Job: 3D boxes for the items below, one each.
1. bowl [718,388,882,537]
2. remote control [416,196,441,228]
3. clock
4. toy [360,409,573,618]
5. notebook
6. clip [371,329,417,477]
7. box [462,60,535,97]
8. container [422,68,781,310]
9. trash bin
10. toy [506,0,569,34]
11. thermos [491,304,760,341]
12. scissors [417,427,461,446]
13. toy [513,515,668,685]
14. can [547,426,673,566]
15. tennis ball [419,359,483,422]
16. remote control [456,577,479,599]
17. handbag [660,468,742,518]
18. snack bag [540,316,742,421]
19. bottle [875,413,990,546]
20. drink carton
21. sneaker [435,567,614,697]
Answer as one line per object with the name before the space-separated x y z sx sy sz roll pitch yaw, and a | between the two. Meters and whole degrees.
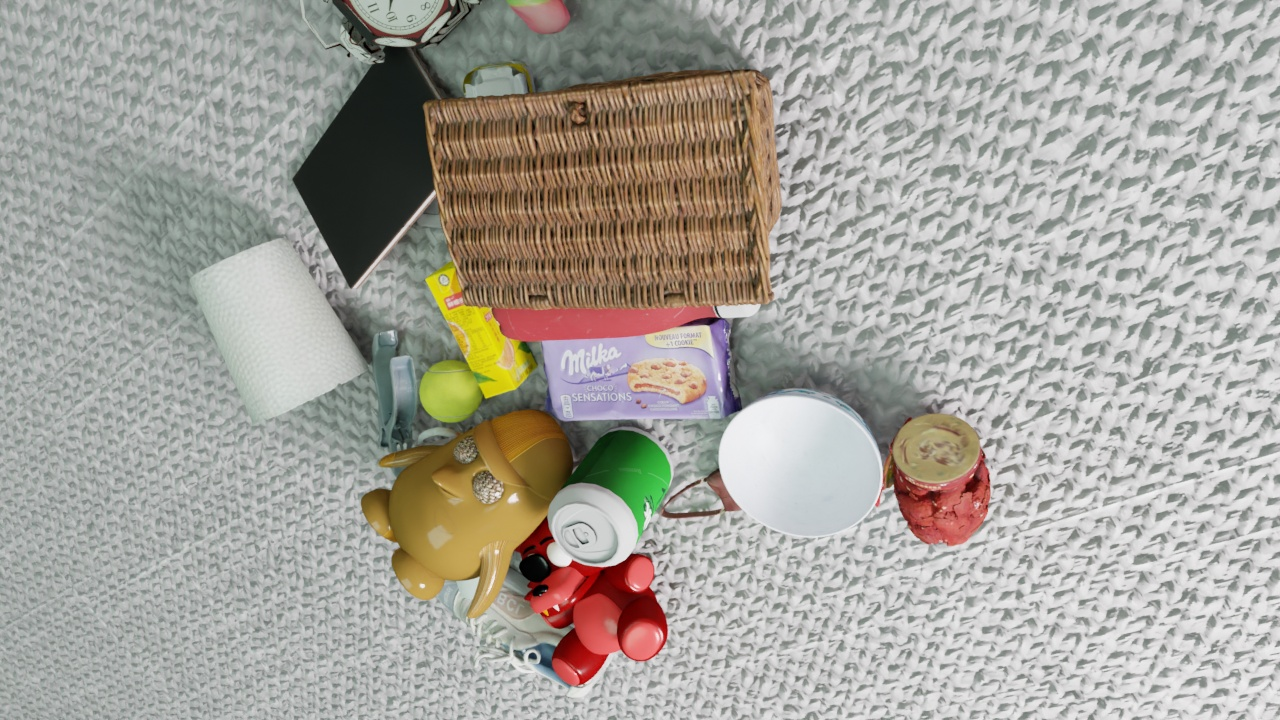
bowl | 0.150 0.080 0.835 0.144 0.074 0.144 9 118 17
remote control | -0.164 -0.156 0.848 0.151 0.019 0.074 12 121 37
clock | -0.219 -0.320 0.786 0.155 0.065 0.115 -16 109 12
toy | -0.161 0.132 0.924 0.203 0.162 0.198 -38 69 6
notebook | -0.252 -0.186 0.872 0.210 0.008 0.141 -40 75 32
clip | -0.254 0.061 0.974 0.127 0.028 0.167 47 140 45
box | -0.113 -0.165 0.844 0.064 0.033 0.210 -1 115 20
container | -0.008 -0.145 0.721 0.250 0.182 0.162 1 115 20
trash bin | -0.383 -0.034 0.964 0.134 0.133 0.161 -20 101 28
toy | -0.090 -0.376 0.696 0.192 0.096 0.237 -20 99 20
thermos | -0.012 -0.056 0.801 0.240 0.073 0.073 -1 114 22
scissors | -0.182 0.079 0.982 0.096 0.012 0.133 29 131 -36
toy | -0.066 0.235 0.981 0.159 0.120 0.197 -33 92 35
can | -0.027 0.130 0.892 0.088 0.139 0.088 9 118 17
tennis ball | -0.197 0.032 0.955 0.065 0.065 0.065 9 118 17
remote control | -0.197 0.198 1.029 0.050 0.024 0.143 -7 91 40
handbag | 0.067 0.139 0.930 0.120 0.029 0.055 -25 106 35
snack bag | -0.005 0.005 0.872 0.206 0.058 0.096 -1 112 25
bottle | 0.254 0.102 0.796 0.099 0.098 0.111 -3 140 23
drink carton | -0.155 -0.037 0.908 0.043 0.058 0.134 -17 107 25
sneaker | -0.151 0.309 1.061 0.242 0.090 0.090 25 122 9
